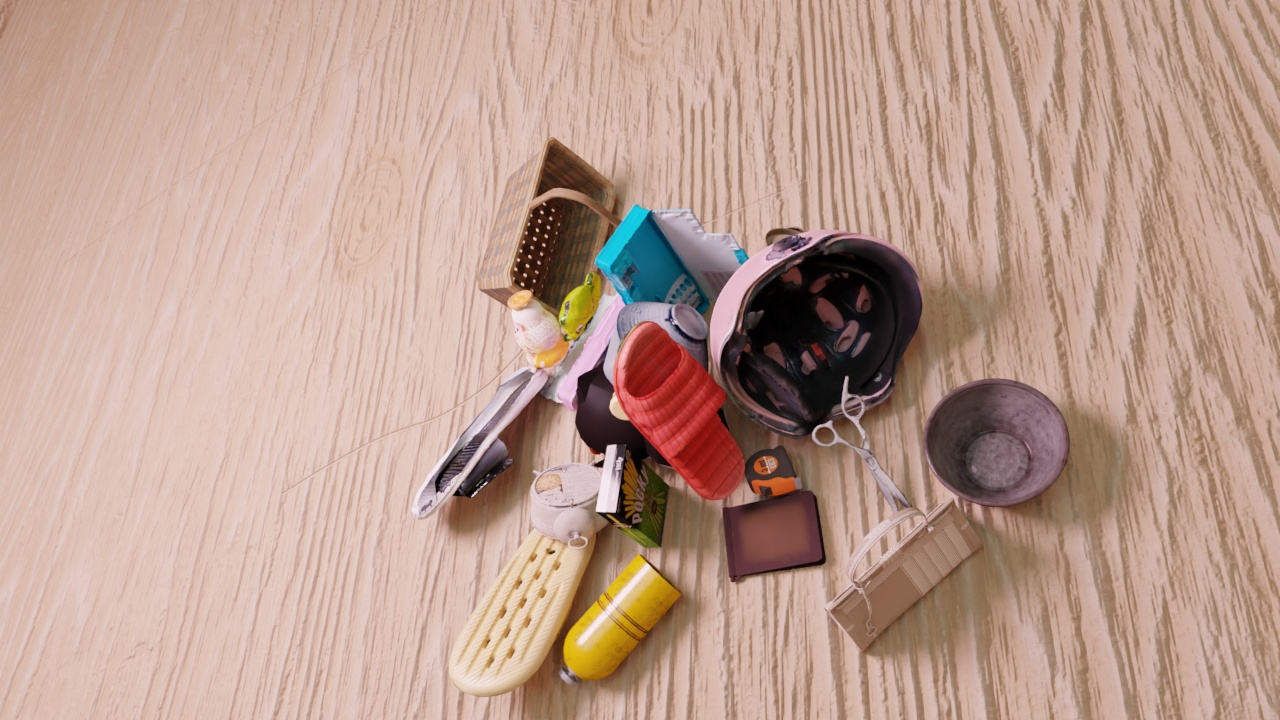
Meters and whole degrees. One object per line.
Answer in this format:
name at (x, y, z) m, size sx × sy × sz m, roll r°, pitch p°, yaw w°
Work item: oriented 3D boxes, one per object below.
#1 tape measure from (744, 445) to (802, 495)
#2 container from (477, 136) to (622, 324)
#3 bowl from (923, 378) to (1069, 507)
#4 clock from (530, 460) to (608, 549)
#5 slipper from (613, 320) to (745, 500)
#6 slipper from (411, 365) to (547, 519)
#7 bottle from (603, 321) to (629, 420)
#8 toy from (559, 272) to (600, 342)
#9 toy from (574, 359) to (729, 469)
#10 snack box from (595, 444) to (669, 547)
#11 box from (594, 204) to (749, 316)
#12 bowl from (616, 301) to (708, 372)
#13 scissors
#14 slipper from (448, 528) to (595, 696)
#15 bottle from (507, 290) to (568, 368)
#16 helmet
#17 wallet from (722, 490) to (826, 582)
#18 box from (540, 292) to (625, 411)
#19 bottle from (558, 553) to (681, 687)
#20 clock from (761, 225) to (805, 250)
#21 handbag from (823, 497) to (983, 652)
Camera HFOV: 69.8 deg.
tape measure at (0.157, 0.138, 1.101) m, size 0.059 × 0.038 × 0.058 m, roll -20°, pitch 39°, yaw 4°
container at (-0.108, -0.182, 1.304) m, size 0.187 × 0.157 × 0.249 m, roll -10°, pitch 59°, yaw 43°
bowl at (0.388, 0.099, 1.004) m, size 0.145 × 0.067 × 0.144 m, roll -10°, pitch 61°, yaw 19°
clock at (-0.085, 0.179, 1.134) m, size 0.103 × 0.061 × 0.156 m, roll -8°, pitch 28°, yaw -7°
slipper at (0.055, 0.066, 1.025) m, size 0.103 × 0.249 × 0.059 m, roll -45°, pitch 29°, yaw -22°
slipper at (-0.207, 0.118, 1.252) m, size 0.111 × 0.063 × 0.263 m, roll -6°, pitch 45°, yaw 56°
bottle at (-0.006, 0.006, 1.088) m, size 0.046 × 0.072 × 0.160 m, roll -46°, pitch 19°, yaw 34°
toy at (-0.079, -0.074, 1.240) m, size 0.036 × 0.093 × 0.094 m, roll 20°, pitch 112°, yaw 17°
toy at (0.017, 0.070, 1.136) m, size 0.184 × 0.140 × 0.159 m, roll 16°, pitch 72°, yaw 29°
snack box at (-0.007, 0.164, 1.095) m, size 0.025 × 0.147 × 0.080 m, roll -2°, pitch 64°, yaw 23°
box at (0.052, -0.113, 1.164) m, size 0.170 × 0.227 × 0.085 m, roll -27°, pitch 56°, yaw 9°
bowl at (0.043, -0.030, 1.083) m, size 0.057 × 0.137 × 0.137 m, roll -44°, pitch 50°, yaw 34°
scissors at (0.264, 0.099, 1.042) m, size 0.161 × 0.014 × 0.118 m, roll 31°, pitch 99°, yaw 8°
slipper at (-0.129, 0.303, 1.124) m, size 0.111 × 0.079 × 0.260 m, roll 10°, pitch 50°, yaw 27°
bottle at (-0.141, -0.042, 1.238) m, size 0.063 × 0.109 × 0.063 m, roll -16°, pitch 38°, yaw 13°
helmet at (0.199, -0.046, 1.087) m, size 0.255 × 0.230 × 0.152 m, roll -42°, pitch 24°, yaw 6°
wallet at (0.156, 0.207, 1.083) m, size 0.116 × 0.018 × 0.091 m, roll -15°, pitch 59°, yaw 20°
box at (-0.046, -0.033, 1.253) m, size 0.063 × 0.161 × 0.230 m, roll 34°, pitch 78°, yaw -11°
bottle at (-0.032, 0.312, 1.079) m, size 0.163 × 0.071 × 0.071 m, roll -48°, pitch 56°, yaw -5°
clock at (0.198, -0.137, 1.209) m, size 0.093 × 0.055 × 0.140 m, roll 18°, pitch 39°, yaw -7°
handbag at (0.255, 0.199, 0.931) m, size 0.175 × 0.198 × 0.062 m, roll -41°, pitch 56°, yaw -1°
